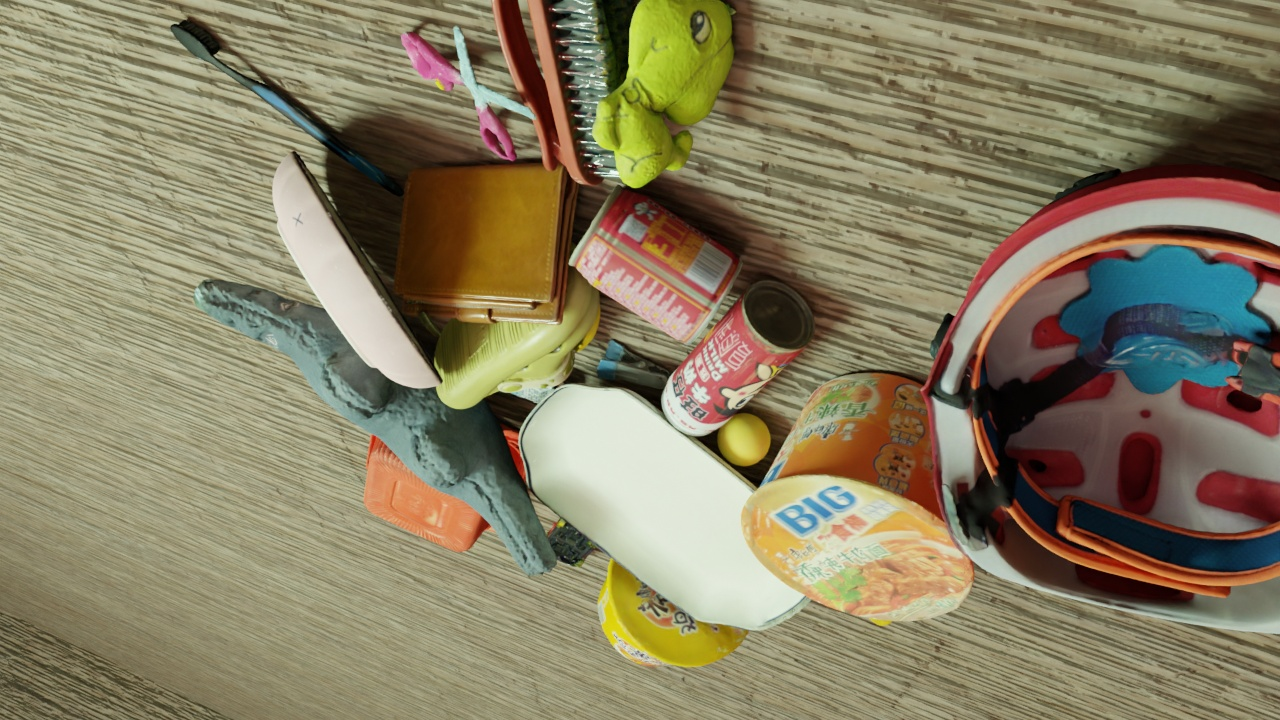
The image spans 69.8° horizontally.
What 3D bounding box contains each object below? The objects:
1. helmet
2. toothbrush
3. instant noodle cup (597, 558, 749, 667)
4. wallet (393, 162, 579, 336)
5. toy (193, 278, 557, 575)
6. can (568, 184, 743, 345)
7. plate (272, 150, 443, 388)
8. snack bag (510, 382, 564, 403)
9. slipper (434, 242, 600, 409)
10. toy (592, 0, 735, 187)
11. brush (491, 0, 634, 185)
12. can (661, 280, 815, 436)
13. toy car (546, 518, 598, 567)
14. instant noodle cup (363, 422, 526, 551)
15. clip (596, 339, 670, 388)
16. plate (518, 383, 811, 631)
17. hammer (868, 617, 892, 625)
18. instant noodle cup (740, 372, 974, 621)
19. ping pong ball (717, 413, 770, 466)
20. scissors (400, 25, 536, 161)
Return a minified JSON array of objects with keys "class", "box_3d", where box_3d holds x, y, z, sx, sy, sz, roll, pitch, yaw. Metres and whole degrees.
[{"class":"helmet","box_3d":[0.255,0.003,0.450,0.207,0.143,0.240,5,122,27]},{"class":"toothbrush","box_3d":[-0.248,-0.179,0.657,0.189,0.016,0.014,36,132,-14]},{"class":"instant noodle cup","box_3d":[0.026,0.218,0.844,0.138,0.137,0.110,29,150,0]},{"class":"wallet","box_3d":[-0.107,-0.073,0.617,0.131,0.119,0.035,5,-179,27]},{"class":"toy","box_3d":[-0.200,0.039,0.768,0.356,0.137,0.092,41,110,-12]},{"class":"can","box_3d":[0.009,-0.061,0.583,0.094,0.066,0.067,32,142,-5]},{"class":"plate","box_3d":[-0.209,-0.055,0.658,0.192,0.039,0.192,55,170,14]},{"class":"snack bag","box_3d":[-0.107,0.011,0.769,0.104,0.026,0.048,19,147,11]},{"class":"slipper","box_3d":[-0.086,-0.022,0.688,0.081,0.091,0.191,11,149,-39]},{"class":"toy","box_3d":[0.014,-0.144,0.481,0.031,0.100,0.097,40,173,39]},{"class":"brush","box_3d":[-0.038,-0.160,0.506,0.069,0.063,0.146,10,140,18]},{"class":"can","box_3d":[0.063,0.003,0.633,0.053,0.053,0.133,32,142,-5]},{"class":"toy car","box_3d":[-0.068,0.177,0.927,0.049,0.031,0.107,31,141,-2]},{"class":"instant noodle cup","box_3d":[-0.198,0.113,0.899,0.164,0.078,0.189,24,137,-1]},{"class":"clip","box_3d":[-0.003,0.006,0.708,0.058,0.043,0.027,20,140,5]},{"class":"plate","box_3d":[0.024,0.114,0.739,0.265,0.034,0.162,38,130,-3]},{"class":"hammer","box_3d":[0.105,0.126,0.763,0.301,0.032,0.129,26,142,3]},{"class":"instant noodle cup","box_3d":[0.157,0.088,0.624,0.151,0.111,0.152,17,141,14]},{"class":"ping pong ball","box_3d":[0.079,0.060,0.698,0.040,0.040,0.040,17,141,14]},{"class":"scissors","box_3d":[-0.097,-0.157,0.549,0.133,0.017,0.130,33,164,39]}]
